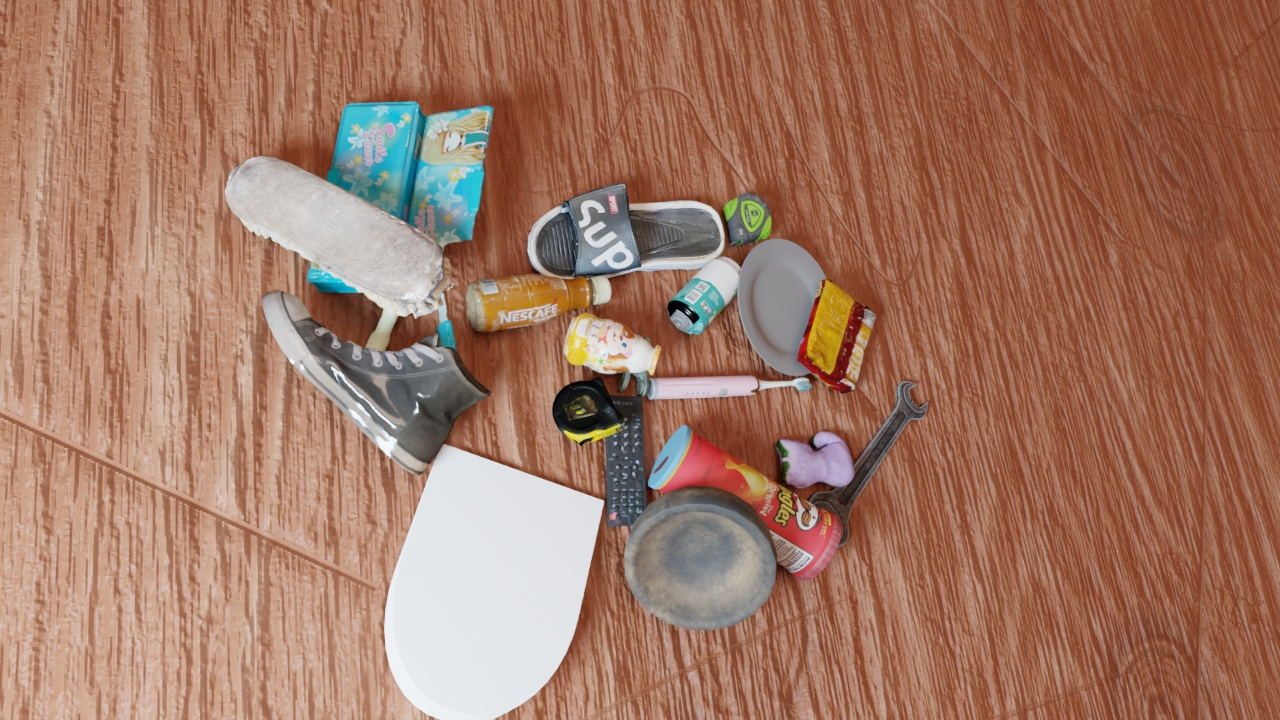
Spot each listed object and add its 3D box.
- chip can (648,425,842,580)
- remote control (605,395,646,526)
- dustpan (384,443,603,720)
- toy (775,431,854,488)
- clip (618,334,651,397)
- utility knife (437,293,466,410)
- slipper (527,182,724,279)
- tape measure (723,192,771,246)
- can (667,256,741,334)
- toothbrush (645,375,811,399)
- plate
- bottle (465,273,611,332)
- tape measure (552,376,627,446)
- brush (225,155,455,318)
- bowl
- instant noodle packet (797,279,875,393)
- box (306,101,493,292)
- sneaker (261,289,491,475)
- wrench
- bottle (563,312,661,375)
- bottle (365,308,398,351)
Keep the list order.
[{"bbox_3d":[0.120,0.163,1.054,0.213,0.087,0.086,32,64,-8],"label":"chip can"},{"bbox_3d":[-0.019,0.115,1.052,0.047,0.022,0.150,4,73,-21],"label":"remote control"},{"bbox_3d":[-0.160,0.240,0.957,0.191,0.053,0.257,22,55,-14],"label":"dustpan"},{"bbox_3d":[0.214,0.121,1.132,0.099,0.037,0.080,5,55,-15],"label":"toy"},{"bbox_3d":[-0.005,0.007,1.092,0.037,0.023,0.075,16,66,-15],"label":"clip"},{"bbox_3d":[-0.212,-0.011,1.020,0.022,0.015,0.140,-9,75,-2],"label":"utility knife"},{"bbox_3d":[-0.010,-0.158,1.123,0.263,0.063,0.111,-5,75,-25],"label":"slipper"},{"bbox_3d":[0.140,-0.185,1.205,0.058,0.036,0.065,-7,79,-14],"label":"tape measure"},{"bbox_3d":[0.081,-0.081,1.135,0.055,0.055,0.101,45,63,-3],"label":"can"},{"bbox_3d":[0.113,0.031,1.126,0.222,0.027,0.026,-1,45,-21],"label":"toothbrush"},{"bbox_3d":[0.187,-0.068,1.177,0.178,0.012,0.178,9,76,-36],"label":"plate"},{"bbox_3d":[-0.114,-0.072,1.054,0.166,0.059,0.059,-10,77,-25],"label":"bottle"},{"bbox_3d":[-0.062,0.058,1.031,0.072,0.042,0.071,-27,77,-1],"label":"tape measure"},{"bbox_3d":[-0.312,-0.130,0.942,0.271,0.057,0.083,27,77,15],"label":"brush"},{"bbox_3d":[0.066,0.205,0.992,0.162,0.162,0.070,34,22,-8],"label":"bowl"},{"bbox_3d":[0.253,-0.033,1.187,0.098,0.040,0.135,34,64,-29],"label":"instant noodle packet"},{"bbox_3d":[-0.256,-0.182,1.006,0.182,0.039,0.226,1,70,10],"label":"box"},{"bbox_3d":[-0.269,-0.005,0.934,0.235,0.095,0.120,45,86,-3],"label":"sneaker"},{"bbox_3d":[0.294,0.128,1.175,0.070,0.010,0.272,44,63,-3],"label":"wrench"},{"bbox_3d":[-0.032,-0.014,1.055,0.109,0.063,0.063,17,67,0],"label":"bottle"},{"bbox_3d":[-0.259,-0.088,1.012,0.045,0.045,0.184,23,73,-13],"label":"bottle"}]
